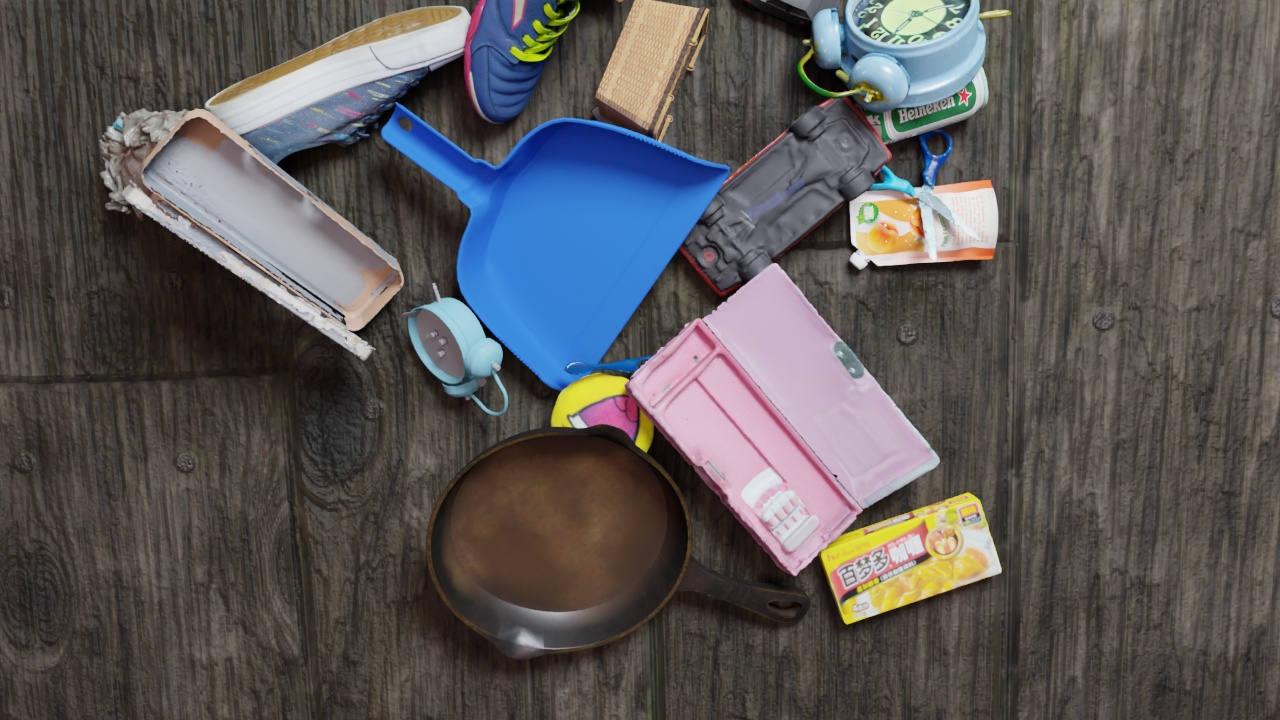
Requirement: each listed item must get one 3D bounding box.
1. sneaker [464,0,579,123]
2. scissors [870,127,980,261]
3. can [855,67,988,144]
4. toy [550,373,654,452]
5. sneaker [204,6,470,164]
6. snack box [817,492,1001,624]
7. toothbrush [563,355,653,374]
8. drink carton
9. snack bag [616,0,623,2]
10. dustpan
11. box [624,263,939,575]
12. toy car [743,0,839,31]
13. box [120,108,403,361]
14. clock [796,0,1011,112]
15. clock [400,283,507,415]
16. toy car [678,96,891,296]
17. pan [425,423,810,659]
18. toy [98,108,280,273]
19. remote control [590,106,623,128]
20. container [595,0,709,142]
[{"bbox_3d":[-0.075,-0.288,0.714,0.091,0.116,0.242,38,127,24],"label":"sneaker"},{"bbox_3d":[0.251,-0.150,0.786,0.110,0.015,0.132,-41,69,-5],"label":"scissors"},{"bbox_3d":[0.236,-0.220,0.778,0.101,0.053,0.053,-18,97,3],"label":"can"},{"bbox_3d":[-0.034,0.058,0.823,0.095,0.041,0.094,42,92,-13],"label":"toy"},{"bbox_3d":[-0.244,-0.229,0.781,0.235,0.087,0.079,-20,125,4],"label":"sneaker"},{"bbox_3d":[0.245,0.182,0.843,0.152,0.025,0.075,-19,97,3],"label":"snack box"},{"bbox_3d":[-0.005,0.005,0.813,0.132,0.016,0.021,-2,89,-21],"label":"toothbrush"},{"bbox_3d":[0.245,-0.118,0.804,0.122,0.039,0.069,-3,95,7],"label":"drink carton"},{"bbox_3d":[-0.013,-0.372,0.727,0.087,0.044,0.155,47,137,22],"label":"snack bag"},{"bbox_3d":[-0.101,-0.132,0.773,0.257,0.059,0.246,37,113,2],"label":"dustpan"},{"bbox_3d":[0.121,0.053,0.805,0.179,0.059,0.233,-39,98,6],"label":"box"},{"bbox_3d":[0.123,-0.312,0.776,0.091,0.036,0.042,22,97,-2],"label":"toy car"},{"bbox_3d":[-0.293,-0.101,0.746,0.216,0.095,0.107,41,69,-34],"label":"box"},{"bbox_3d":[0.204,-0.256,0.741,0.162,0.060,0.118,-34,56,-6],"label":"clock"},{"bbox_3d":[-0.157,-0.002,0.799,0.041,0.088,0.123,-36,89,-38],"label":"clock"},{"bbox_3d":[0.118,-0.139,0.783,0.190,0.056,0.081,-39,97,16],"label":"toy car"},{"bbox_3d":[-0.011,0.173,0.823,0.356,0.043,0.249,18,110,-14],"label":"pan"},{"bbox_3d":[-0.371,-0.145,0.783,0.176,0.076,0.133,43,133,-19],"label":"toy"},{"bbox_3d":[0.004,-0.176,0.808,0.039,0.010,0.125,-37,95,5],"label":"remote control"},{"bbox_3d":[0.008,-0.244,0.769,0.061,0.063,0.114,23,90,2],"label":"container"}]
